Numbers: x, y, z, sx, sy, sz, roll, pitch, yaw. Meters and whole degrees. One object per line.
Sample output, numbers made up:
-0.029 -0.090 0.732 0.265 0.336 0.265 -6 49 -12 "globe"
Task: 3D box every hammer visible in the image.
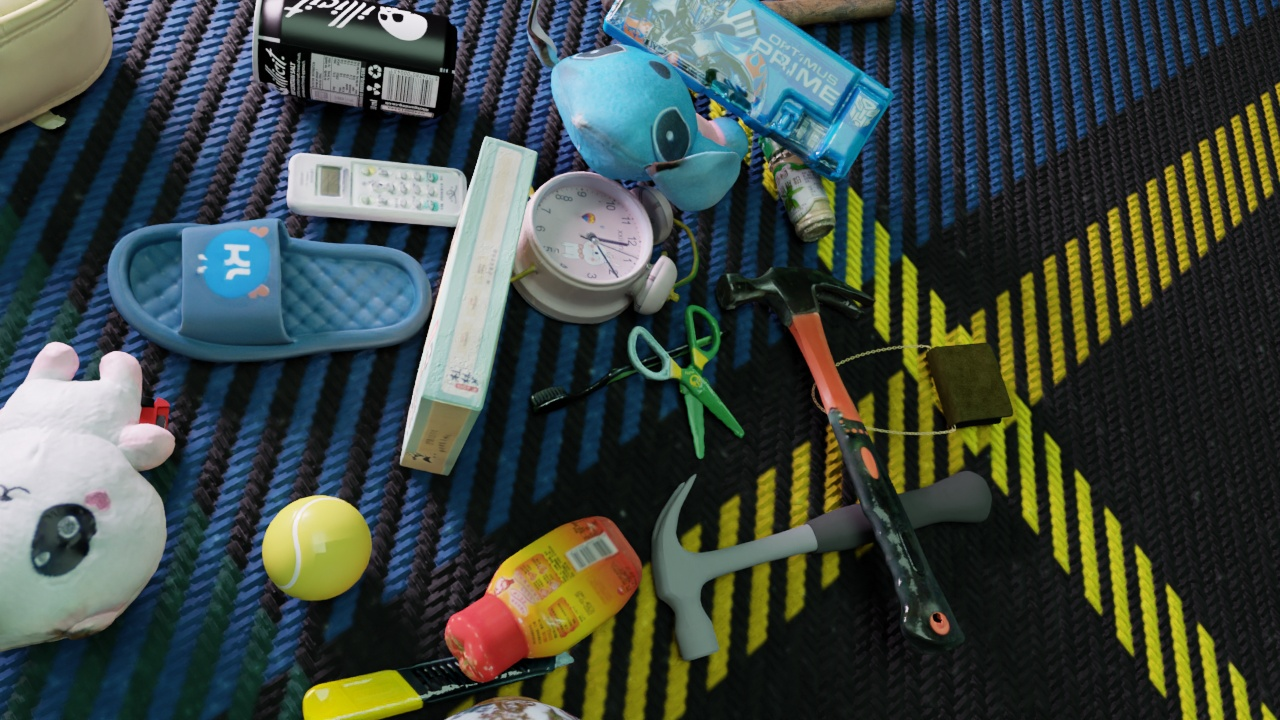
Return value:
0.126 -0.335 0.914 0.329 0.033 0.120 -16 78 -25 "hammer"
0.170 0.066 0.728 0.133 0.033 0.332 -5 62 -22 "hammer"
0.151 0.131 0.720 0.310 0.030 0.125 -10 72 -23 "hammer"

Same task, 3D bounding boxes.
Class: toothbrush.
-0.004 0.004 0.729 0.187 0.014 0.017 -21 59 -27 "toothbrush"

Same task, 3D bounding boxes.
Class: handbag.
0.233 0.027 0.801 0.178 0.027 0.084 -4 68 -15 "handbag"
-0.497 -0.222 0.621 0.191 0.089 0.232 34 63 3 "handbag"

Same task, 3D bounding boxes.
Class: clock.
-0.028 -0.091 0.735 0.157 0.059 0.116 6 66 -17 "clock"

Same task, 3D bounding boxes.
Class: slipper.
-0.253 -0.050 0.641 0.213 0.059 0.103 3 69 -19 "slipper"

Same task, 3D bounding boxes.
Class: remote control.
-0.203 -0.130 0.712 0.133 0.022 0.050 2 68 -18 "remote control"

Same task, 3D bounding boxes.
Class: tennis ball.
-0.204 0.118 0.580 0.065 0.065 0.065 7 66 -16 "tennis ball"

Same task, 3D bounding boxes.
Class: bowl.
-0.077 0.258 0.537 0.160 0.160 0.093 13 23 -13 "bowl"

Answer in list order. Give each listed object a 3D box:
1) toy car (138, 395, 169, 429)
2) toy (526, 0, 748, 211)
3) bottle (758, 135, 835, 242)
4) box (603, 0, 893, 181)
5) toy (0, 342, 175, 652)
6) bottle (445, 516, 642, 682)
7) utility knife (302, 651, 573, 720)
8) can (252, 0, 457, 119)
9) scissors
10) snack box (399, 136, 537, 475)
-0.351 0.042 0.585 0.089 0.025 0.038 4 72 -20 "toy car"
-0.003 -0.205 0.745 0.224 0.099 0.191 44 24 11 "toy"
0.144 -0.163 0.838 0.042 0.043 0.110 -11 73 -23 "bottle"
0.095 -0.268 0.824 0.243 0.114 0.114 32 89 -7 "box"
-0.339 0.076 0.527 0.139 0.102 0.179 9 70 -8 "toy"
-0.064 0.159 0.611 0.133 0.049 0.071 -27 74 -35 "bottle"
-0.127 0.207 0.595 0.173 0.020 0.028 -6 56 -21 "utility knife"
-0.222 -0.241 0.720 0.146 0.080 0.080 5 66 -17 "can"
0.034 0.018 0.728 0.112 0.012 0.130 1 77 -25 "scissors"
-0.119 -0.033 0.632 0.044 0.142 0.193 15 64 -14 "snack box"
